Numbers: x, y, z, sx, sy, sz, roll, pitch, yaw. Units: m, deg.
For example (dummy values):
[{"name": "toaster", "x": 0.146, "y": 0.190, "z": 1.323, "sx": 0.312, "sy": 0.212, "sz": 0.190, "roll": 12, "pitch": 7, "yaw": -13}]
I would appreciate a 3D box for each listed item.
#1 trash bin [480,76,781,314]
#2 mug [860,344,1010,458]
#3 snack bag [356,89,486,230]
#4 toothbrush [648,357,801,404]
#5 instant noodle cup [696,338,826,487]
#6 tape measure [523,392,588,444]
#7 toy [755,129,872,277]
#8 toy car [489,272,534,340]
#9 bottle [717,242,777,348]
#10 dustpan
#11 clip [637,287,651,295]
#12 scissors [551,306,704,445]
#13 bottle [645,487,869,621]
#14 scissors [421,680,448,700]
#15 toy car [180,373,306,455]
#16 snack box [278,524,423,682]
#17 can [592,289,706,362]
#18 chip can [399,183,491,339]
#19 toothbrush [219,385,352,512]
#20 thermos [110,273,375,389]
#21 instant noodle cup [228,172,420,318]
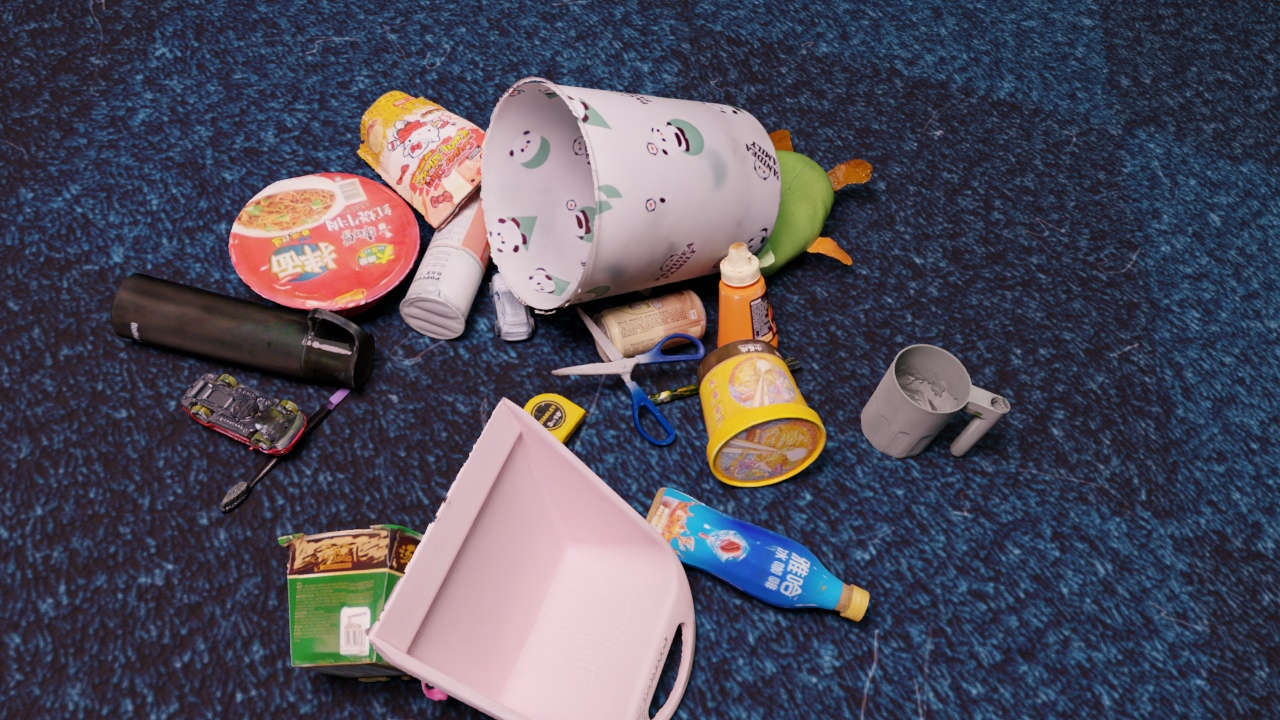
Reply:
[{"name": "trash bin", "x": -0.005, "y": -0.177, "z": 0.968, "sx": 0.251, "sy": 0.230, "sz": 0.229, "roll": -11, "pitch": 57, "yaw": -34}, {"name": "mug", "x": 0.306, "y": 0.053, "z": 0.968, "sx": 0.124, "sy": 0.104, "sz": 0.083, "roll": 23, "pitch": 55, "yaw": 5}, {"name": "snack bag", "x": -0.240, "y": -0.237, "z": 1.055, "sx": 0.128, "sy": 0.073, "sz": 0.208, "roll": -43, "pitch": 52, "yaw": -11}, {"name": "toothbrush", "x": 0.093, "y": 0.023, "z": 1.004, "sx": 0.185, "sy": 0.012, "sz": 0.017, "roll": -14, "pitch": 17, "yaw": -18}, {"name": "instant noodle cup", "x": 0.115, "y": 0.050, "z": 0.935, "sx": 0.118, "sy": 0.119, "sz": 0.114, "roll": -4, "pitch": 48, "yaw": -13}, {"name": "tape measure", "x": -0.093, "y": 0.064, "z": 0.937, "sx": 0.057, "sy": 0.029, "sz": 0.059, "roll": 31, "pitch": 57, "yaw": 10}, {"name": "toy", "x": 0.166, "y": -0.187, "z": 1.118, "sx": 0.227, "sy": 0.090, "sz": 0.246, "roll": 32, "pitch": 60, "yaw": 13}, {"name": "toy car", "x": -0.142, "y": -0.062, "z": 1.013, "sx": 0.043, "sy": 0.034, "sz": 0.090, "roll": -7, "pitch": 56, "yaw": -10}, {"name": "bottle", "x": 0.110, "y": -0.060, "z": 0.980, "sx": 0.067, "sy": 0.150, "sz": 0.066, "roll": -7, "pitch": 38, "yaw": 5}, {"name": "dustpan", "x": -0.055, "y": 0.194, "z": 0.750, "sx": 0.139, "sy": 0.274, "sz": 0.222, "roll": 7, "pitch": 56, "yaw": 25}, {"name": "clip", "x": -0.026, "y": -0.114, "z": 1.071, "sx": 0.100, "sy": 0.035, "sz": 0.070, "roll": 24, "pitch": 54, "yaw": -4}, {"name": "scissors", "x": -0.005, "y": 0.011, "z": 0.956, "sx": 0.162, "sy": 0.012, "sz": 0.176, "roll": -28, "pitch": 91, "yaw": -20}, {"name": "bottle", "x": 0.107, "y": 0.189, "z": 0.865, "sx": 0.219, "sy": 0.065, "sz": 0.065, "roll": 23, "pitch": 55, "yaw": 5}, {"name": "scissors", "x": -0.143, "y": 0.221, "z": 0.779, "sx": 0.017, "sy": 0.133, "sz": 0.133, "roll": -1, "pitch": 69, "yaw": 43}, {"name": "toy car", "x": -0.379, "y": 0.054, "z": 0.883, "sx": 0.120, "sy": 0.045, "sz": 0.052, "roll": 21, "pitch": 56, "yaw": 12}, {"name": "snack box", "x": -0.225, "y": 0.203, "z": 0.756, "sx": 0.118, "sy": 0.117, "sz": 0.105, "roll": -10, "pitch": 62, "yaw": 18}, {"name": "can", "x": 0.010, "y": -0.038, "z": 1.006, "sx": 0.116, "sy": 0.059, "sz": 0.058, "roll": -15, "pitch": 60, "yaw": -20}, {"name": "chip can", "x": -0.199, "y": -0.129, "z": 1.024, "sx": 0.071, "sy": 0.071, "sz": 0.214, "roll": 14, "pitch": 55, "yaw": -1}, {"name": "toothbrush", "x": -0.338, "y": 0.076, "z": 0.895, "sx": 0.014, "sy": 0.017, "sz": 0.188, "roll": 29, "pitch": 55, "yaw": 12}, {"name": "thermos", "x": -0.392, "y": -0.036, "z": 0.914, "sx": 0.242, "sy": 0.090, "sz": 0.068, "roll": 12, "pitch": 42, "yaw": 0}, {"name": "instant noodle cup", "x": -0.337, "y": -0.115, "z": 0.995, "sx": 0.194, "sy": 0.066, "sz": 0.193, "roll": 4, "pitch": 57, "yaw": -7}]
